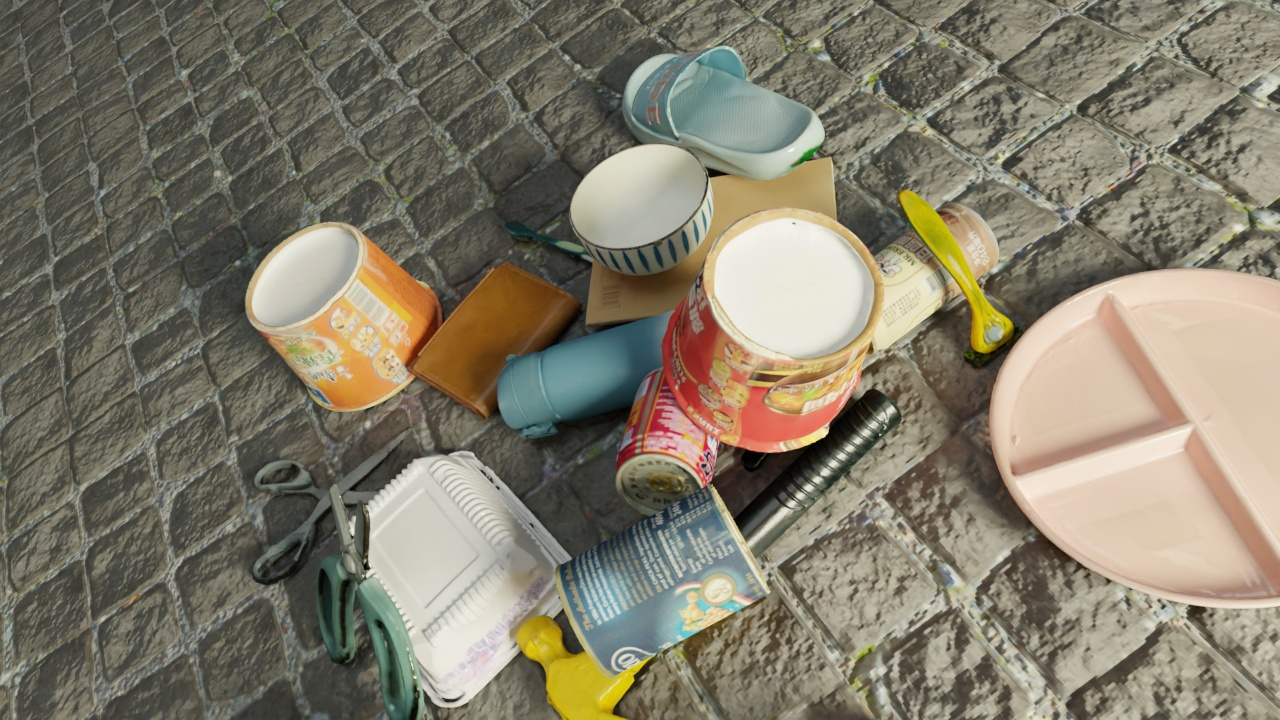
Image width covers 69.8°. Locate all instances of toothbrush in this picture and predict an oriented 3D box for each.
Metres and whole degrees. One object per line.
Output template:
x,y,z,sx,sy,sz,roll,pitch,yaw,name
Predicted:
-0.053,-0.096,0.832,0.192,0.018,0.016,23,67,32,toothbrush

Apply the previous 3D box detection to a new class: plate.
0.333,0.041,0.553,0.230,0.028,0.229,-13,52,16,plate

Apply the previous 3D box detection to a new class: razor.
0.213,-0.060,0.624,0.043,0.132,0.028,-34,11,1,razor

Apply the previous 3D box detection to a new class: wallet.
-0.134,-0.025,0.803,0.119,0.035,0.130,26,69,35,wallet

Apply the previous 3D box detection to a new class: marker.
0.113,0.031,0.668,0.018,0.015,0.124,30,76,37,marker

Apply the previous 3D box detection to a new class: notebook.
0.059,-0.101,0.774,0.212,0.012,0.149,-7,54,15,notebook

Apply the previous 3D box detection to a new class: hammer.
0.059,0.130,0.609,0.300,0.033,0.129,-42,51,-8,hammer

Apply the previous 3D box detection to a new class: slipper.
0.062,-0.232,0.825,0.104,0.074,0.245,-40,45,-12,slipper

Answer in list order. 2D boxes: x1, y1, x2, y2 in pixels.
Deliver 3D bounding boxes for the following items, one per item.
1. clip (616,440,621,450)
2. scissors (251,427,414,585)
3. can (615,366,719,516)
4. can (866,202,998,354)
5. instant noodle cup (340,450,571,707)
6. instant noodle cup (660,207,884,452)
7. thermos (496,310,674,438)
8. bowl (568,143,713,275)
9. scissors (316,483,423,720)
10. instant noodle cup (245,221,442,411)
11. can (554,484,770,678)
0.004,0.080,0.680,0.026,0.039,0.058,-29,49,0,clip
-0.263,0.119,0.774,0.181,0.014,0.159,5,59,25,scissors
0.021,0.057,0.640,0.067,0.066,0.093,-7,36,20,can
0.196,-0.059,0.664,0.116,0.058,0.058,-37,50,-3,can
-0.145,0.145,0.671,0.138,0.060,0.173,-44,54,-9,instant noodle cup
0.085,-0.024,0.586,0.138,0.109,0.137,1,64,-3,instant noodle cup
-0.004,0.004,0.708,0.221,0.070,0.070,-16,52,14,thermos
0.007,-0.114,0.753,0.116,0.066,0.116,-10,53,13,bowl
-0.201,0.170,0.642,0.179,0.019,0.172,-21,87,52,scissors
-0.271,-0.045,0.829,0.151,0.111,0.151,-12,53,16,instant noodle cup
0.014,0.132,0.557,0.111,0.075,0.075,-29,50,3,can
